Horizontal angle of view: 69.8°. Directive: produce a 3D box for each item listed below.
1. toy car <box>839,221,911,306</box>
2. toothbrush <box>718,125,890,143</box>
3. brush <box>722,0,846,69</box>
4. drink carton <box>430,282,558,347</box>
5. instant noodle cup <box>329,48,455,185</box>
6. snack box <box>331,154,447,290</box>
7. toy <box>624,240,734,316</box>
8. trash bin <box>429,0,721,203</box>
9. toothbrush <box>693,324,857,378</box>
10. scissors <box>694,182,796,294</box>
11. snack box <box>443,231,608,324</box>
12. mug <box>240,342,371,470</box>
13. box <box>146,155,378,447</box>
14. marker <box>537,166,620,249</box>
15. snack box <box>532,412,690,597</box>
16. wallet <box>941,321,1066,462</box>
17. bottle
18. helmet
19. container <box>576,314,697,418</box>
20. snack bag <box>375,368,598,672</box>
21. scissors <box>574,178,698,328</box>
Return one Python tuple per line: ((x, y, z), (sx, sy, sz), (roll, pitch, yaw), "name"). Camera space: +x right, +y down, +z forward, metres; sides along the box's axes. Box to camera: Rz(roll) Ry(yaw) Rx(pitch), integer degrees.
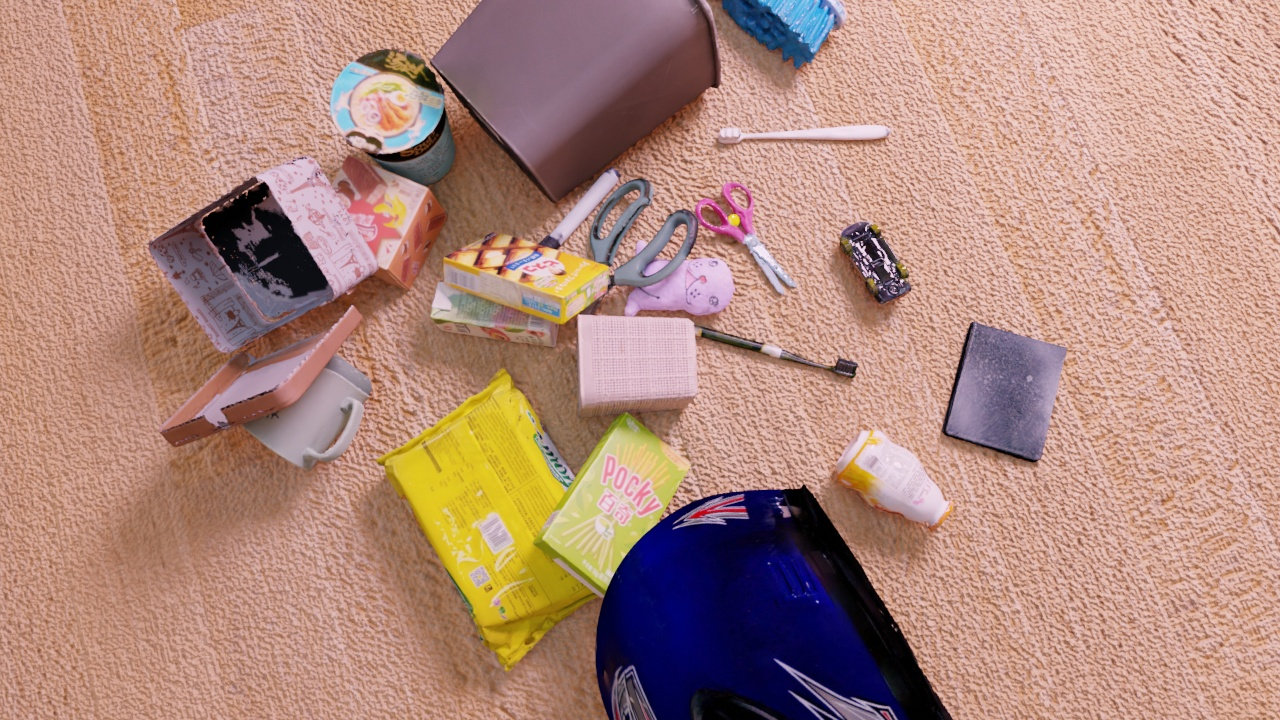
((0.234, -0.098, 0.925), (0.042, 0.035, 0.090), (-26, 73, -4), "toy car")
((0.172, -0.239, 0.964), (0.180, 0.016, 0.016), (-1, 81, 2), "toothbrush")
((0.102, -0.449, 0.994), (0.109, 0.060, 0.314), (-43, 78, -12), "brush")
((-0.144, -0.048, 0.922), (0.122, 0.053, 0.045), (9, 77, 4), "drink carton")
((-0.240, -0.234, 0.929), (0.111, 0.120, 0.111), (0, 78, 1), "instant noodle cup")
((-0.265, -0.139, 0.933), (0.093, 0.077, 0.094), (24, 81, 6), "snack box")
((0.042, -0.079, 0.927), (0.108, 0.039, 0.083), (4, 74, 8), "toy")
((-0.066, -0.296, 0.905), (0.220, 0.199, 0.198), (-42, 79, 1), "trash bin")
((0.127, -0.014, 0.922), (0.186, 0.017, 0.012), (15, 41, 6), "toothbrush")
((0.121, -0.127, 0.948), (0.072, 0.017, 0.137), (-42, 84, -16), "scissors")
((-0.112, -0.083, 0.897), (0.140, 0.086, 0.034), (21, 124, 20), "snack box")
((-0.313, 0.047, 0.889), (0.112, 0.082, 0.106), (31, 77, 31), "mug")
((-0.368, -0.063, 0.834), (0.181, 0.216, 0.158), (-17, 121, 29), "box")
((-0.069, -0.151, 0.958), (0.022, 0.018, 0.130), (38, 83, 18), "marker")
((-0.024, 0.132, 0.853), (0.086, 0.026, 0.156), (41, 56, -9), "snack box")
((0.359, 0.030, 0.903), (0.097, 0.019, 0.120), (17, 82, 5), "wallet")
((0.241, 0.115, 0.868), (0.108, 0.063, 0.063), (36, 82, 9), "bottle")
((0.100, 0.267, 0.763), (0.241, 0.247, 0.315), (-32, 102, 11), "helmet")
((-0.005, 0.005, 0.886), (0.111, 0.090, 0.090), (-2, 79, -5), "container")
((-0.132, 0.151, 0.876), (0.158, 0.068, 0.246), (-33, 80, -4), "snack bag")
((-0.010, -0.096, 0.918), (0.161, 0.019, 0.179), (23, 83, 35), "scissors")
